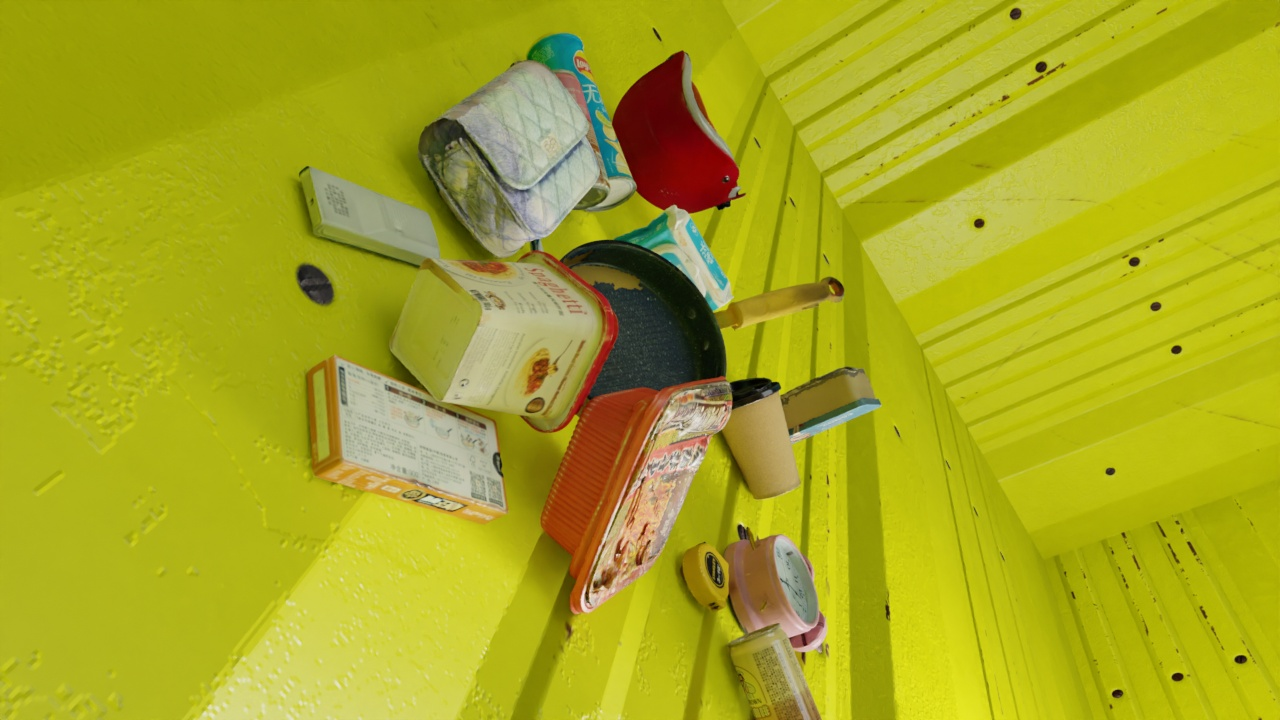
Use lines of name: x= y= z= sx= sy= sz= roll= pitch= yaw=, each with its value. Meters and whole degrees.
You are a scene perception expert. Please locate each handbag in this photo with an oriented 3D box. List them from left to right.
handbag: x=-0.109 y=-0.188 z=0.834 sx=0.134 sy=0.076 sz=0.193 roll=55 pitch=31 yaw=-20

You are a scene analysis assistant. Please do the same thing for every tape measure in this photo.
tape measure: x=0.060 y=0.205 z=0.875 sx=0.057 sy=0.029 sz=0.059 roll=51 pitch=25 yaw=-28

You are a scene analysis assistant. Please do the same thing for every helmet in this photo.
helmet: x=0.043 y=-0.286 z=1.242 sx=0.207 sy=0.144 sz=0.240 roll=66 pitch=9 yaw=6

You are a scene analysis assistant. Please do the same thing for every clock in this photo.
clock: x=0.150 y=0.248 z=0.979 sx=0.158 sy=0.060 sz=0.117 roll=40 pitch=32 yaw=-46

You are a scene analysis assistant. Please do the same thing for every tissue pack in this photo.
tissue pack: x=0.040 y=-0.107 z=1.100 sx=0.140 sy=0.090 sz=0.063 roll=57 pitch=23 yaw=-13

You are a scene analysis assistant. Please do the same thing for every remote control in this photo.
remote control: x=-0.196 y=-0.104 z=0.679 sx=0.124 sy=0.024 sz=0.049 roll=12 pitch=54 yaw=-61

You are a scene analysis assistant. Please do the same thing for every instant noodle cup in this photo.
instant noodle cup: x=-0.101 y=-0.017 z=0.661 sx=0.124 sy=0.117 sz=0.116 roll=5 pitch=28 yaw=-50
instant noodle cup: x=-0.008 y=0.093 z=0.724 sx=0.079 sy=0.189 sz=0.164 roll=25 pitch=11 yaw=20

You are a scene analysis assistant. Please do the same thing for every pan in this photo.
pan: x=0.061 y=-0.038 z=0.895 sx=0.356 sy=0.078 sz=0.197 roll=-11 pitch=73 yaw=-38

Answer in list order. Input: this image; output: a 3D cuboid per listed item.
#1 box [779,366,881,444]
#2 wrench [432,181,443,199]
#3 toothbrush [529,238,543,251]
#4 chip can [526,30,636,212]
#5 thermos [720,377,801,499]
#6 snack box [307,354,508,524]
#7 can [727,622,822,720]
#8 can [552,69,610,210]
box: x=0.217 y=0.062 z=1.167 sx=0.089 sy=0.185 sz=0.059 roll=3 pitch=65 yaw=-58
wrench: x=-0.140 y=-0.199 z=0.914 sx=0.056 sy=0.016 sz=0.272 roll=61 pitch=23 yaw=-16
toothbrush: x=-0.102 y=-0.122 z=0.892 sx=0.018 sy=0.016 sz=0.191 roll=50 pitch=26 yaw=-67
chip can: x=-0.071 y=-0.282 z=1.081 sx=0.071 sy=0.071 sz=0.210 roll=12 pitch=54 yaw=-61
thermos: x=0.141 y=0.091 z=1.108 sx=0.092 sy=0.093 sz=0.143 roll=-28 pitch=99 yaw=-67
snack box: x=-0.148 y=0.056 z=0.602 sx=0.153 sy=0.026 sz=0.075 roll=31 pitch=37 yaw=-51
can: x=0.129 y=0.313 z=0.864 sx=0.058 sy=0.059 sz=0.116 roll=6 pitch=60 yaw=-63
can: x=-0.078 y=-0.241 z=1.005 sx=0.057 sy=0.058 sz=0.147 roll=14 pitch=57 yaw=-61
